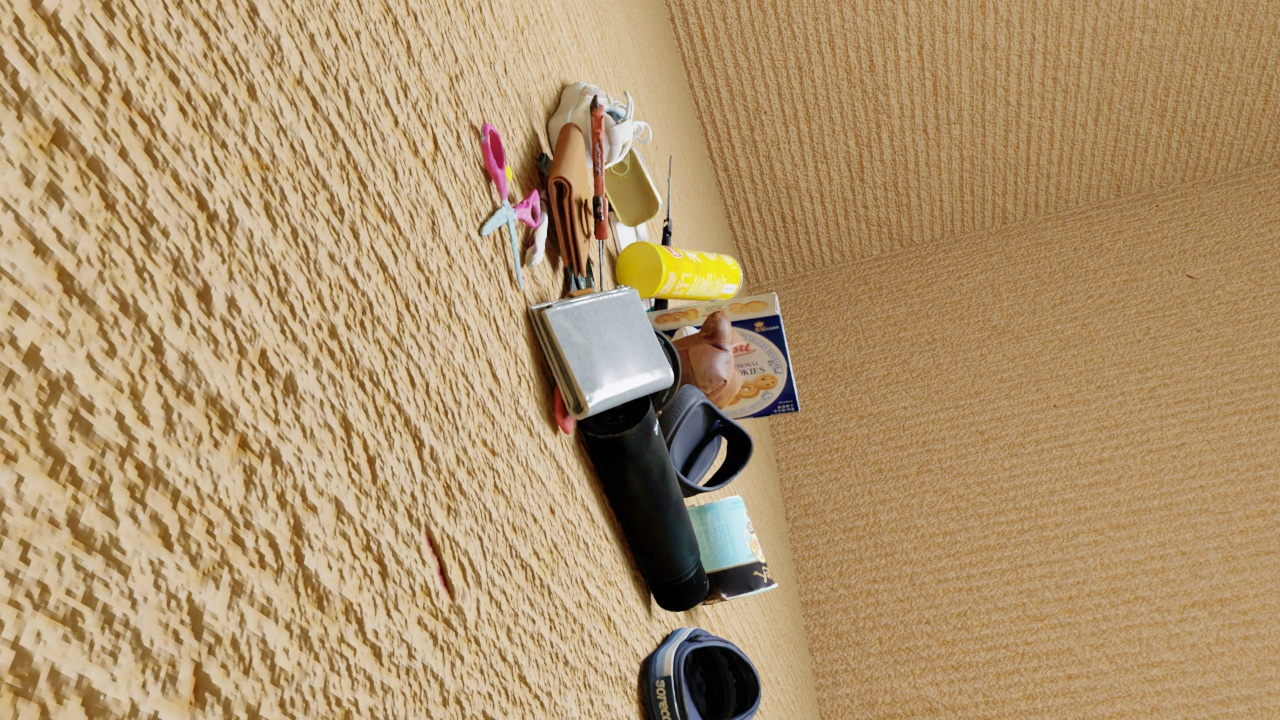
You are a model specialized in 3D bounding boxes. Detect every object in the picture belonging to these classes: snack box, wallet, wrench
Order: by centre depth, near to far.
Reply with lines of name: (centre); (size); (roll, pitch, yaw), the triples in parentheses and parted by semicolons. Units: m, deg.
wallet: (-0.034, -0.012, 0.785); (0.129, 0.037, 0.106); (-18, 83, -53)
wrench: (-0.062, -0.030, 0.844); (0.272, 0.016, 0.056); (-88, 162, -55)
wallet: (-0.065, -0.154, 0.877); (0.131, 0.031, 0.108); (-88, 172, -56)
snack box: (0.108, 0.004, 1.224); (0.045, 0.178, 0.183); (-82, 159, -48)

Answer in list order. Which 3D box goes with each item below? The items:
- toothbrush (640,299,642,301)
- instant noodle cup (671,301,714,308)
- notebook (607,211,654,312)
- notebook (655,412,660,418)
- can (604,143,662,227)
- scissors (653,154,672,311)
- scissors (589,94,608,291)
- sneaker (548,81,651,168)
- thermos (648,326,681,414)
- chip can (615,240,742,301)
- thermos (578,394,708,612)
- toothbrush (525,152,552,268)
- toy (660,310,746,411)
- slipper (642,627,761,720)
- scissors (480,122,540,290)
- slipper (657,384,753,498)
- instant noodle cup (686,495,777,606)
toothbrush: (-0.007, -0.055, 1.138); (0.018, 0.014, 0.188); (59, 23, -31)
instant noodle cup: (0.091, -0.021, 1.336); (0.124, 0.116, 0.116); (66, 15, -60)
notebook: (-0.003, -0.135, 1.279); (0.209, 0.012, 0.150); (-42, 121, -77)
notebook: (0.024, 0.154, 1.095); (0.207, 0.008, 0.148); (-47, 124, -77)
can: (-0.013, -0.227, 1.183); (0.102, 0.057, 0.083); (63, 11, -9)
scissors: (0.033, -0.166, 1.293); (0.232, 0.022, 0.220); (85, 8, -80)
scissors: (-0.041, -0.152, 0.925); (0.223, 0.015, 0.189); (101, -13, -79)
sneaker: (-0.039, -0.274, 1.047); (0.241, 0.091, 0.089); (-80, 156, -66)
thermos: (-0.005, 0.005, 0.916); (0.143, 0.093, 0.093); (-68, 144, -83)
chip can: (0.056, -0.113, 1.198); (0.213, 0.072, 0.072); (-3, 80, -56)
thermos: (0.005, 0.135, 0.887); (0.090, 0.068, 0.243); (-121, -169, -55)
toothbrush: (-0.091, -0.139, 0.822); (0.187, 0.016, 0.017); (-90, 155, -50)
toy: (0.064, 0.010, 1.114); (0.199, 0.140, 0.130); (55, 21, -66)
slipper: (0.070, 0.319, 0.919); (0.252, 0.095, 0.105); (39, 42, -68)
scissors: (-0.103, -0.120, 0.729); (0.134, 0.017, 0.133); (-1, 80, -75)
slipper: (0.069, 0.105, 0.996); (0.110, 0.083, 0.268); (-57, 162, -9)
instant noodle cup: (0.101, 0.233, 1.138); (0.111, 0.111, 0.120); (33, 43, -75)
